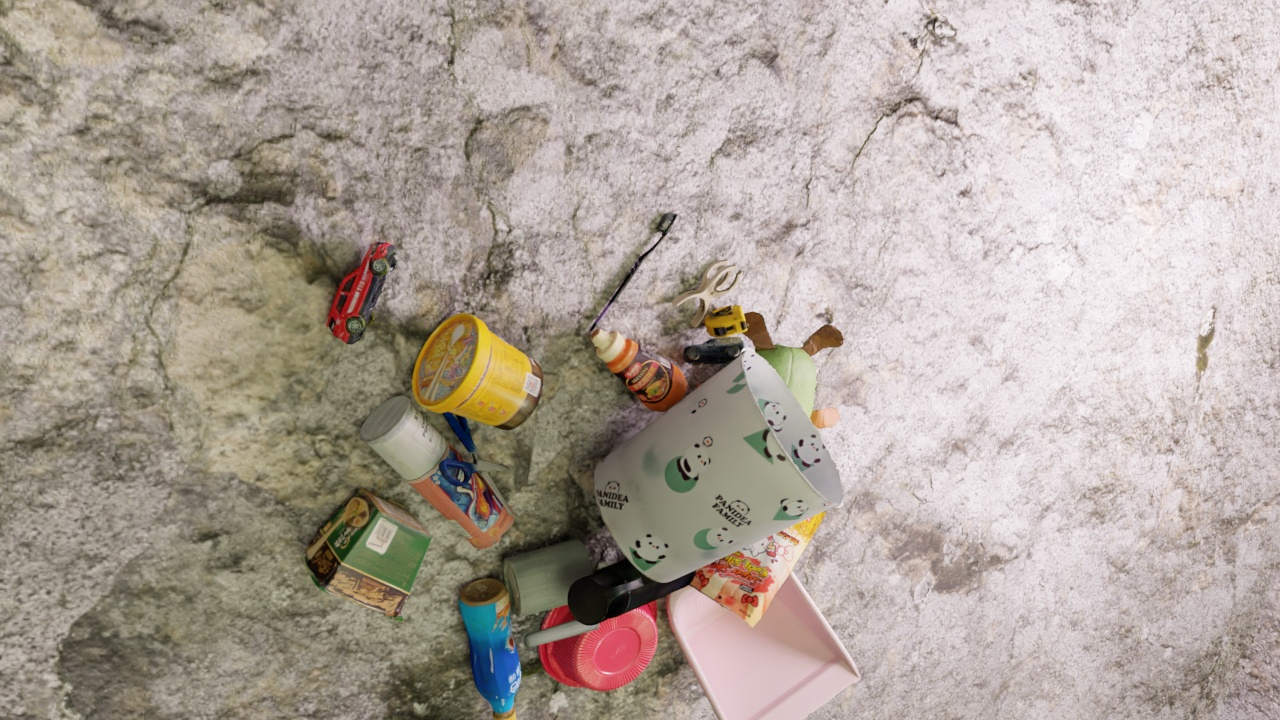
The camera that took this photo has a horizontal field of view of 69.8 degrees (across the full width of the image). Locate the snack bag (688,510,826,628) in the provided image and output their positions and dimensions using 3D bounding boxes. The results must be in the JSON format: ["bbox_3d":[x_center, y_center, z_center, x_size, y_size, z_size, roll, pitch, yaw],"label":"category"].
[{"bbox_3d":[0.172,0.275,1.339,0.207,0.129,0.073,-47,143,-23],"label":"snack bag"}]

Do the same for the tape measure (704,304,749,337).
[{"bbox_3d":[0.115,-0.056,1.245,0.057,0.060,0.029,-16,115,8],"label":"tape measure"}]

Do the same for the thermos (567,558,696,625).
[{"bbox_3d":[0.003,0.294,1.223,0.242,0.090,0.068,0,72,-62],"label":"thermos"}]

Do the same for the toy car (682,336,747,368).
[{"bbox_3d":[0.102,-0.012,1.246,0.043,0.091,0.034,53,33,-68],"label":"toy car"}]

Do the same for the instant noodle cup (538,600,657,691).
[{"bbox_3d":[-0.045,0.399,1.313,0.193,0.066,0.194,-10,112,-27],"label":"instant noodle cup"}]

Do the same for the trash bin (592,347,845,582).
[{"bbox_3d":[0.093,0.146,1.172,0.252,0.229,0.229,-34,124,18],"label":"trash bin"}]

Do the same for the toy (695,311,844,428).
[{"bbox_3d":[0.185,0.055,1.300,0.227,0.090,0.247,11,102,-11],"label":"toy"}]

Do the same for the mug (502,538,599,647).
[{"bbox_3d":[-0.118,0.308,1.217,0.103,0.084,0.124,-10,77,-24],"label":"mug"}]

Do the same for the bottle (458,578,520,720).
[{"bbox_3d":[-0.197,0.398,1.229,0.065,0.065,0.219,-15,114,-24],"label":"bottle"}]

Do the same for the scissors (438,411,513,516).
[{"bbox_3d":[-0.202,0.121,1.109,0.012,0.162,0.176,-26,94,13],"label":"scissors"}]

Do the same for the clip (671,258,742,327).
[{"bbox_3d":[0.091,-0.095,1.235,0.100,0.034,0.070,-44,123,1],"label":"clip"}]

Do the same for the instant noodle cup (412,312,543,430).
[{"bbox_3d":[-0.185,0.020,1.077,0.114,0.118,0.118,30,91,-40],"label":"instant noodle cup"}]

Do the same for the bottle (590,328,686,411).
[{"bbox_3d":[-0.007,0.007,1.201,0.149,0.067,0.066,38,87,-26],"label":"bottle"}]

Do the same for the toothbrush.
[{"bbox_3d":[-0.011,-0.115,1.182,0.016,0.014,0.189,37,88,-25],"label":"toothbrush"}]

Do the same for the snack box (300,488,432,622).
[{"bbox_3d":[-0.314,0.221,1.075,0.118,0.118,0.105,36,84,-36],"label":"snack box"}]

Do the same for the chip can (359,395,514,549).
[{"bbox_3d":[-0.241,0.140,1.110,0.071,0.071,0.215,-42,122,-10],"label":"chip can"}]

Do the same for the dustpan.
[{"bbox_3d":[0.162,0.400,1.347,0.222,0.273,0.139,-30,144,-20],"label":"dustpan"}]

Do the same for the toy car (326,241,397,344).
[{"bbox_3d":[-0.306,-0.077,1.009,0.045,0.053,0.120,27,98,-8],"label":"toy car"}]
